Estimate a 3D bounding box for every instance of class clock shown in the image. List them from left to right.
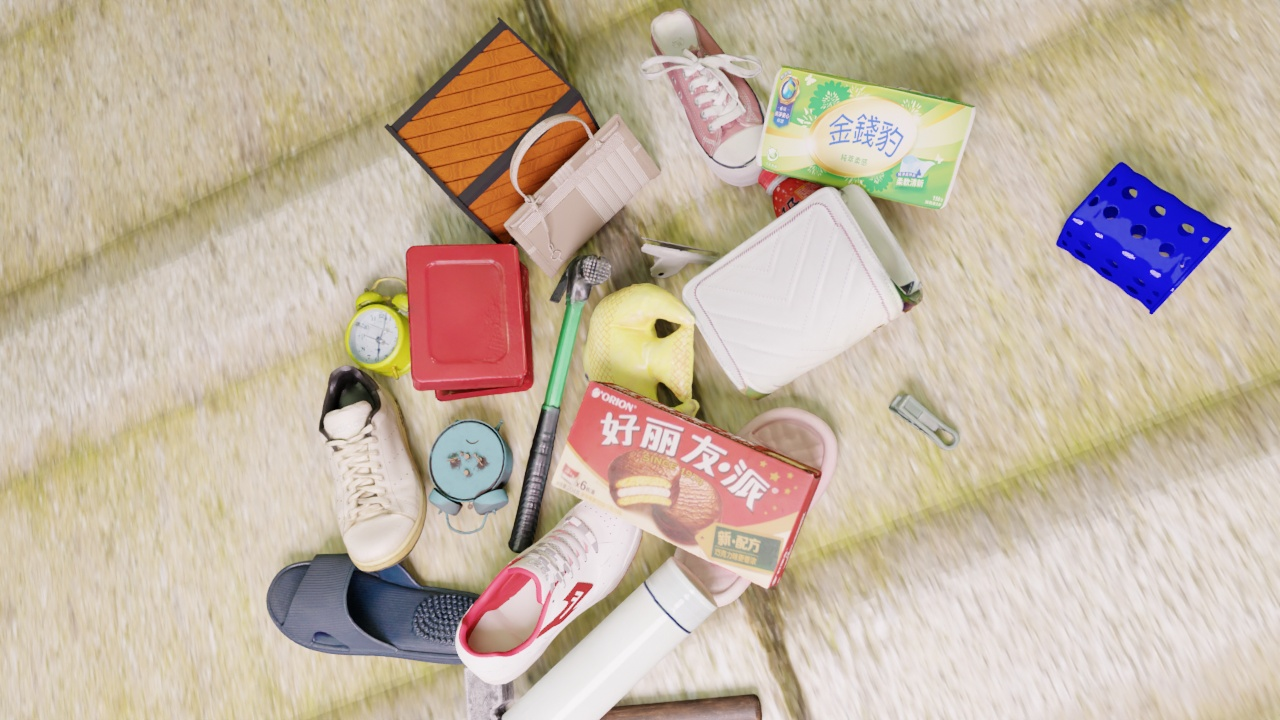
[{"bbox_3d":[-0.293,-0.037,1.059,0.083,0.057,0.119,4,83,17],"label":"clock"},{"bbox_3d":[-0.182,0.125,0.994,0.090,0.053,0.124,0,76,15],"label":"clock"}]

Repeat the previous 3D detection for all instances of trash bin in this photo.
[{"bbox_3d":[-0.153,-0.247,1.032,0.172,0.139,0.139,-44,71,0],"label":"trash bin"}]

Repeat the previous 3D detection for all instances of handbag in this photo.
[{"bbox_3d":[-0.080,-0.196,0.970,0.175,0.198,0.062,-44,71,0],"label":"handbag"},{"bbox_3d":[0.159,-0.065,0.900,0.199,0.096,0.142,-32,85,32],"label":"handbag"}]

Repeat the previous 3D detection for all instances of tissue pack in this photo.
[{"bbox_3d":[0.227,-0.231,0.939,0.198,0.141,0.120,21,111,8],"label":"tissue pack"}]

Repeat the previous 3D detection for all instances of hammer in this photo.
[{"bbox_3d":[-0.094,0.047,0.974,0.032,0.130,0.318,13,89,-18],"label":"hammer"},{"bbox_3d":[-0.025,0.397,0.898,0.301,0.037,0.217,-10,75,11],"label":"hammer"}]

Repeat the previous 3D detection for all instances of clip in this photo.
[{"bbox_3d":[0.032,-0.118,1.002,0.054,0.101,0.043,-22,65,54],"label":"clip"},{"bbox_3d":[0.283,0.062,0.907,0.076,0.061,0.023,38,89,4],"label":"clip"}]

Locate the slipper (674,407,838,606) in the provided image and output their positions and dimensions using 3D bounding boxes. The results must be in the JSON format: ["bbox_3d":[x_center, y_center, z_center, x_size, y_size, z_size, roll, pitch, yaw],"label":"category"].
[{"bbox_3d":[0.108,0.143,0.916,0.107,0.055,0.221,33,89,20],"label":"slipper"}]

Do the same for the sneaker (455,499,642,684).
[{"bbox_3d":[-0.086,0.208,0.900,0.090,0.104,0.236,42,72,19],"label":"sneaker"}]

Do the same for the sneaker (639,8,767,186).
[{"bbox_3d":[0.075,-0.306,1.017,0.118,0.088,0.241,-29,71,6],"label":"sneaker"}]

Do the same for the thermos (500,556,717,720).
[{"bbox_3d":[-0.030,0.286,0.871,0.230,0.068,0.068,-44,71,1],"label":"thermos"}]

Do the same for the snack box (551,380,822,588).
[{"bbox_3d":[0.042,0.113,0.878,0.236,0.060,0.113,23,93,18],"label":"snack box"}]

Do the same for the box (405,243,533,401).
[{"bbox_3d":[-0.186,-0.045,1.002,0.137,0.127,0.157,-8,75,7],"label":"box"}]

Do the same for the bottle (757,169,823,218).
[{"bbox_3d":[0.179,-0.154,0.969,0.062,0.062,0.137,-40,70,2],"label":"bottle"}]

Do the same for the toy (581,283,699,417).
[{"bbox_3d":[-0.006,0.006,0.960,0.155,0.064,0.170,0,96,39],"label":"toy"}]

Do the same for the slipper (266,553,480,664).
[{"bbox_3d":[-0.278,0.252,0.955,0.264,0.083,0.101,8,48,12],"label":"slipper"}]

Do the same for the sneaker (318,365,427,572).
[{"bbox_3d":[-0.289,0.100,0.968,0.089,0.102,0.241,-18,52,-5],"label":"sneaker"}]

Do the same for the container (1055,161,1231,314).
[{"bbox_3d":[0.473,-0.117,0.874,0.113,0.084,0.085,43,90,20],"label":"container"}]
